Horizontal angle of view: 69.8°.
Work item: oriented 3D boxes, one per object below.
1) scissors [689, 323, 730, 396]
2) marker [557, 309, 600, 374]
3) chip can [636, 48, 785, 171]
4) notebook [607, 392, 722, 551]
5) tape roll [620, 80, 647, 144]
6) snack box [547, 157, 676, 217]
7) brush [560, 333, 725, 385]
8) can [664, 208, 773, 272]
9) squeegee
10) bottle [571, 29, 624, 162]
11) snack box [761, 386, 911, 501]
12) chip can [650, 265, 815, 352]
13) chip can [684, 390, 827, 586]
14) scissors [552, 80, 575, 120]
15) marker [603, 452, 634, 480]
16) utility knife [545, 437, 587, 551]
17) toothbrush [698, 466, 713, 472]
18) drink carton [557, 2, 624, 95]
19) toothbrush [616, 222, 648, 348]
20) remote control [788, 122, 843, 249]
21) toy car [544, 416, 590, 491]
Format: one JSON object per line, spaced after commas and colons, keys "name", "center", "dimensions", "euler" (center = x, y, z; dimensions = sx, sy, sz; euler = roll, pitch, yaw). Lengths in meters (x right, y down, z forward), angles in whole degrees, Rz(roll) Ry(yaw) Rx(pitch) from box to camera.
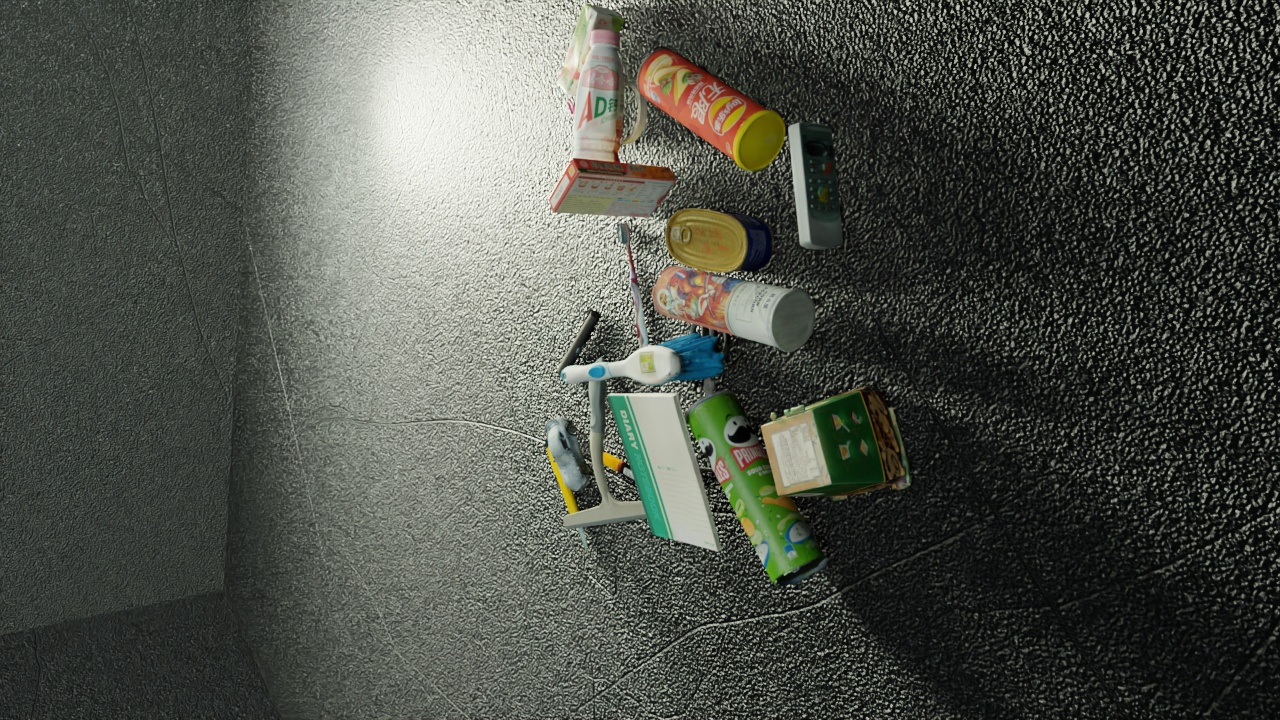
{"name": "scissors", "center": [0.093, 0.032, 1.177], "dimensions": [0.141, 0.014, 0.173], "euler": [-43, 61, 47]}
{"name": "marker", "center": [-0.095, -0.026, 1.406], "dimensions": [0.022, 0.020, 0.132], "euler": [50, 131, 22]}
{"name": "chip can", "center": [0.081, -0.307, 1.106], "dimensions": [0.216, 0.073, 0.073], "euler": [47, 129, 39]}
{"name": "notebook", "center": [0.030, 0.141, 1.190], "dimensions": [0.151, 0.012, 0.209], "euler": [-2, 108, 56]}
{"name": "tape roll", "center": [-0.022, -0.345, 1.279], "dimensions": [0.086, 0.013, 0.086], "euler": [8, 100, 51]}
{"name": "snack box", "center": [-0.036, -0.222, 1.196], "dimensions": [0.077, 0.155, 0.027], "euler": [-49, 55, 43]}
{"name": "brush", "center": [-0.007, 0.007, 1.232], "dimensions": [0.315, 0.109, 0.060], "euler": [-6, 95, 66]}
{"name": "can", "center": [0.095, -0.148, 1.124], "dimensions": [0.148, 0.049, 0.075], "euler": [19, 109, 50]}
{"name": "squeegee", "center": [-0.057, 0.115, 1.339], "dimensions": [0.247, 0.039, 0.246], "euler": [-18, 74, 46]}
{"name": "bottle", "center": [-0.057, -0.348, 1.258], "dimensions": [0.068, 0.068, 0.197], "euler": [14, 102, 51]}
{"name": "snack box", "center": [0.198, 0.096, 0.975], "dimensions": [0.118, 0.105, 0.117], "euler": [-26, 74, 51]}
{"name": "chip can", "center": [0.106, -0.067, 1.102], "dimensions": [0.215, 0.071, 0.071], "euler": [19, 109, 50]}
{"name": "chip can", "center": [0.135, 0.150, 1.091], "dimensions": [0.072, 0.072, 0.236], "euler": [-52, 55, 41]}
{"name": "scissors", "center": [-0.100, -0.361, 1.335], "dimensions": [0.133, 0.017, 0.124], "euler": [61, 180, 16]}
{"name": "marker", "center": [-0.017, 0.161, 1.332], "dimensions": [0.124, 0.015, 0.018], "euler": [23, 109, 47]}
{"name": "utility knife", "center": [-0.115, 0.210, 1.462], "dimensions": [0.197, 0.015, 0.033], "euler": [68, 155, 19]}
{"name": "toothbrush", "center": [0.064, 0.146, 1.227], "dimensions": [0.181, 0.018, 0.015], "euler": [-6, 97, 54]}
{"name": "drink carton", "center": [-0.072, -0.439, 1.300], "dimensions": [0.045, 0.053, 0.123], "euler": [51, 130, 36]}
{"name": "toothbrush", "center": [-0.011, -0.104, 1.290], "dimensions": [0.016, 0.017, 0.187], "euler": [-17, 80, 52]}
{"name": "remote control", "center": [0.190, -0.188, 0.992], "dimensions": [0.019, 0.056, 0.135], "euler": [-7, 88, 52]}
{"name": "toy car", "center": [-0.116, 0.147, 1.442], "dimensions": [0.054, 0.036, 0.120], "euler": [-41, 66, 46]}
